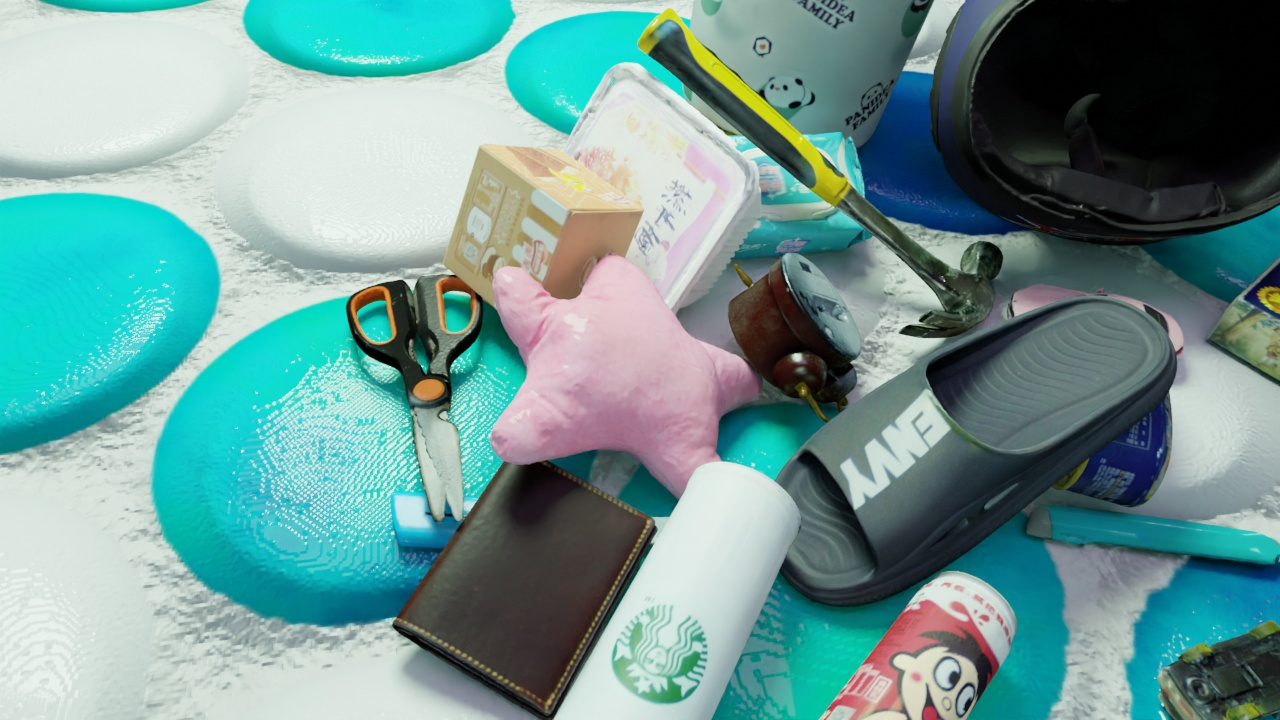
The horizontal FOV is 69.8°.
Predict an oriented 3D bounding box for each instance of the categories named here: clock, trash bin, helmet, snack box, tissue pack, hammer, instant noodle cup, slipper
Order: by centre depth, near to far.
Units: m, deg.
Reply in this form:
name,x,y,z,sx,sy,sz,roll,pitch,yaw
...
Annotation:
name,x,y,z,sx,sy,sz,roll,pitch,yaw
slipper,0.182,0.031,0.523,0.268,0.083,0.110,-31,49,-4
clock,0.106,-0.013,0.604,0.082,0.055,0.122,10,52,-53
snack box,-0.068,-0.085,0.633,0.094,0.093,0.076,39,30,28
hammer,0.130,-0.134,0.664,0.323,0.032,0.125,39,49,-7
instant noodle cup,0.014,-0.120,0.673,0.060,0.138,0.173,6,34,-50
snack box,0.552,-0.018,0.679,0.177,0.046,0.182,-30,57,-30
helmet,0.362,-0.215,0.716,0.315,0.247,0.240,-1,19,-2
tissue pack,0.114,-0.130,0.720,0.133,0.050,0.093,-6,71,-12
trash bin,0.149,-0.330,0.773,0.229,0.252,0.229,8,38,-7

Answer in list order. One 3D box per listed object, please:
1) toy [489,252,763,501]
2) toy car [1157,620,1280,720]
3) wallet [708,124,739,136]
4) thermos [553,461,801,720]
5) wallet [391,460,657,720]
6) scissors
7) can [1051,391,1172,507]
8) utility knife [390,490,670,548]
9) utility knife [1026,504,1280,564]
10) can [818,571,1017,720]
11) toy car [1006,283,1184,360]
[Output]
name,x,y,z,sx,sy,sz,roll,pitch,yaw
toy,-0.003,0.003,0.566,0.194,0.075,0.178,16,53,-26
toy car,0.318,0.169,0.483,0.090,0.035,0.042,-11,50,-16
wallet,0.064,-0.176,0.791,0.115,0.033,0.090,17,46,5
thermos,0.008,0.150,0.439,0.073,0.073,0.223,23,50,15
wallet,-0.058,0.114,0.492,0.096,0.020,0.122,28,58,7
scissors,-0.147,0.019,0.574,0.143,0.022,0.234,5,41,4
can,0.297,0.025,0.592,0.049,0.075,0.147,16,49,5
utility knife,-0.047,0.095,0.529,0.194,0.018,0.034,3,46,-4
utility knife,0.345,0.111,0.556,0.223,0.013,0.029,7,44,4
can,0.134,0.165,0.455,0.053,0.053,0.132,35,53,25
toy car,0.334,-0.028,0.673,0.122,0.037,0.056,14,45,9
